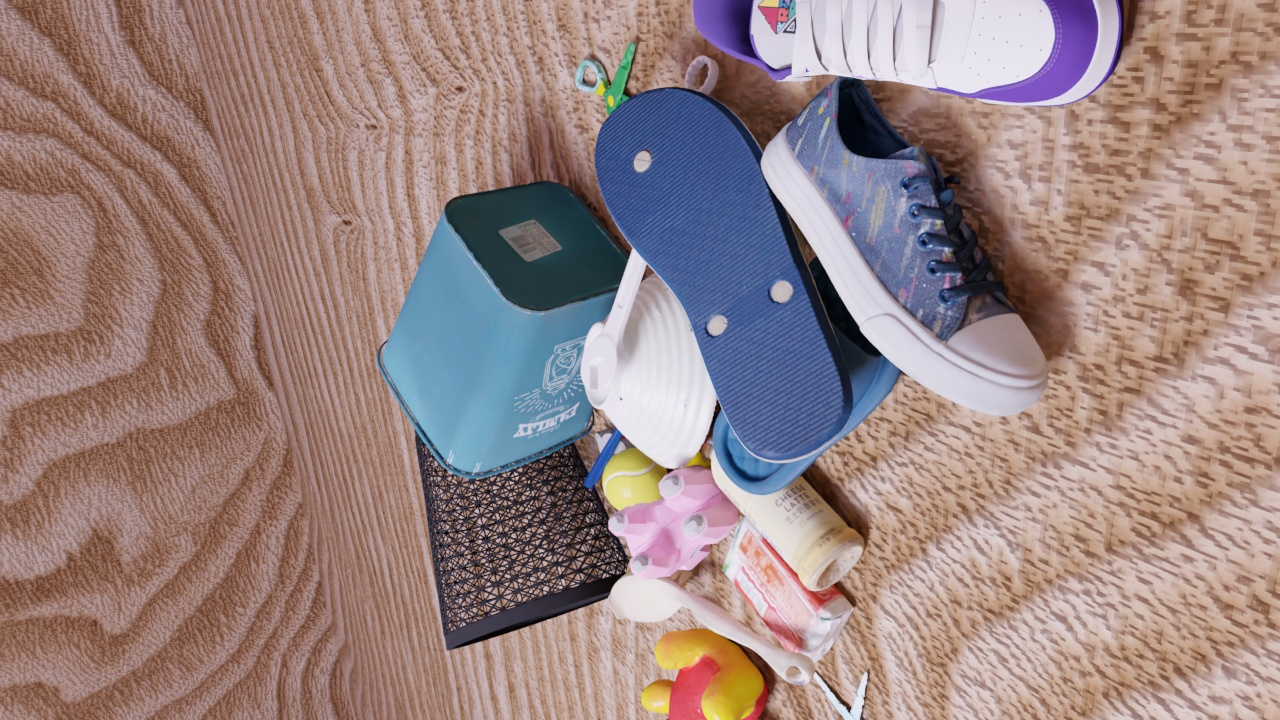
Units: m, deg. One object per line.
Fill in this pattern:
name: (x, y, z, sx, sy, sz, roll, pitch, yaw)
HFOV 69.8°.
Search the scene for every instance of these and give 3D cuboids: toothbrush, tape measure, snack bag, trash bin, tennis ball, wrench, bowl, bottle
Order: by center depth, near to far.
wrench: (0.006, -0.101, 0.717, 0.047, 0.009, 0.274, 34, 109, 49)
bottle: (0.104, 0.106, 0.731, 0.162, 0.056, 0.057, 48, 142, 35)
snack bag: (0.120, 0.190, 0.768, 0.116, 0.036, 0.077, 48, 141, 35)
bowl: (-0.005, 0.005, 0.788, 0.177, 0.070, 0.177, 180, 90, -66)
trash bin: (-0.125, -0.039, 0.902, 0.199, 0.196, 0.219, 51, 138, 22)
tennis ball: (-0.005, 0.119, 0.903, 0.065, 0.065, 0.065, 34, 133, 46)
toothbrush: (-0.016, 0.071, 0.916, 0.017, 0.016, 0.190, 52, 134, 24)
tape measure: (-0.021, 0.103, 0.966, 0.062, 0.020, 0.060, -5, 102, 59)
trash bin: (-0.143, 0.169, 1.030, 0.218, 0.216, 0.243, -43, 62, 57)

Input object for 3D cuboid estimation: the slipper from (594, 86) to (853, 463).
slipper: (0.063, -0.068, 0.631, 0.118, 0.060, 0.294, -34, 67, 26)

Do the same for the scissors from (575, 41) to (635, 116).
scissors: (-0.026, -0.232, 0.806, 0.127, 0.011, 0.126, 57, 147, 23)

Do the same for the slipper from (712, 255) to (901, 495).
slipper: (0.111, 0.016, 0.645, 0.104, 0.059, 0.214, 49, 129, 29)

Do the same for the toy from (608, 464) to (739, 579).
toy: (0.038, 0.146, 0.812, 0.123, 0.157, 0.067, -37, 69, 17)

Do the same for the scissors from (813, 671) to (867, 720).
scissors: (0.179, 0.305, 0.760, 0.133, 0.014, 0.128, 41, 134, 48)

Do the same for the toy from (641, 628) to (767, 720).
toy: (0.067, 0.368, 0.889, 0.147, 0.098, 0.217, -134, 39, -55)

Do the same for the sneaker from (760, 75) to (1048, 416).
sneaker: (0.155, -0.075, 0.532, 0.235, 0.087, 0.079, 58, 142, 27)

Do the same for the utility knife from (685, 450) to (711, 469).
utility knife: (0.039, 0.130, 0.878, 0.020, 0.028, 0.175, 64, 150, 24)

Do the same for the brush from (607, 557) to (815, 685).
brush: (0.060, 0.230, 0.818, 0.062, 0.077, 0.273, 49, 158, -24)

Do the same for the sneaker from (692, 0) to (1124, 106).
sneaker: (0.123, -0.188, 0.492, 0.244, 0.111, 0.092, 32, 131, 47)
